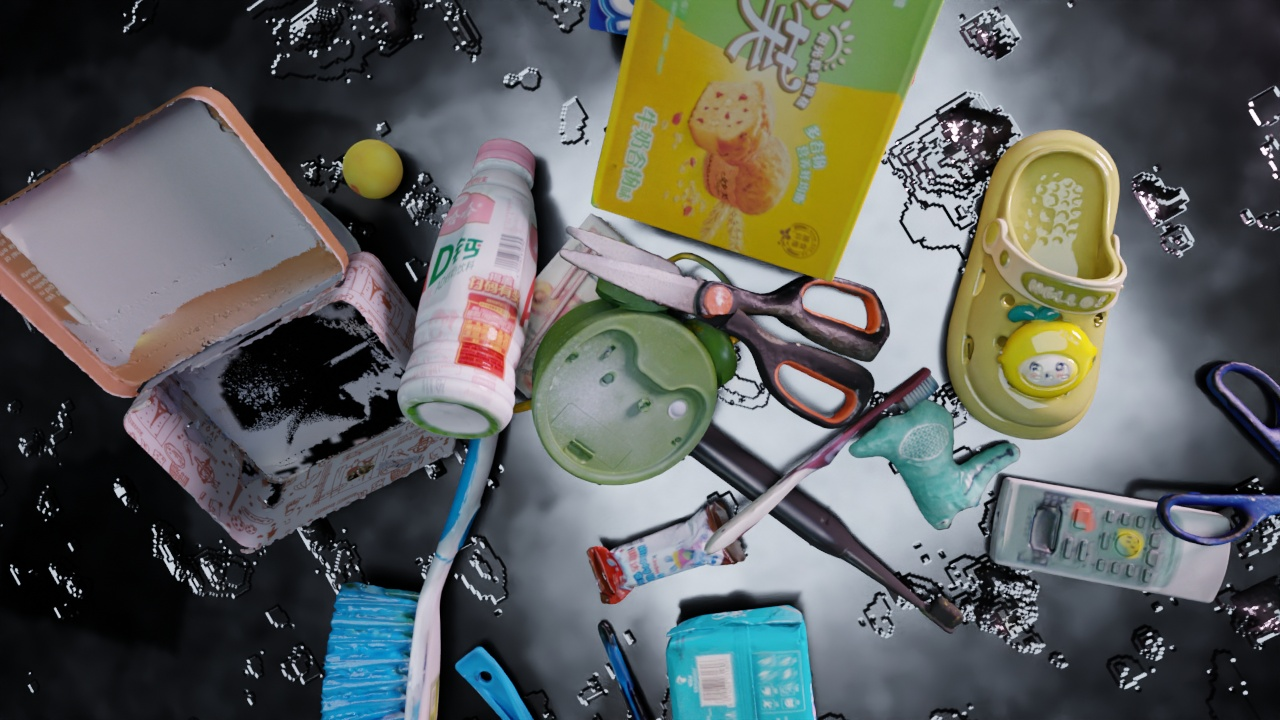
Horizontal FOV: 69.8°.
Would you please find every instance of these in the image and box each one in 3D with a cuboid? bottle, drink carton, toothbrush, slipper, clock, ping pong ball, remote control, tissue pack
[{"bbox_3d":[-0.100,-0.051,0.577,0.068,0.068,0.196,1,62,9],"label":"bottle"},{"bbox_3d":[-0.050,-0.036,0.614,0.053,0.045,0.122,43,98,6],"label":"drink carton"},{"bbox_3d":[0.119,0.111,0.603,0.212,0.026,0.027,36,119,6],"label":"toothbrush"},{"bbox_3d":[0.240,-0.047,0.548,0.092,0.081,0.190,8,92,12],"label":"slipper"},{"bbox_3d":[-0.003,0.003,0.581,0.116,0.056,0.161,39,98,-28],"label":"clock"},{"bbox_3d":[-0.185,-0.132,0.633,0.040,0.040,0.040,1,93,9],"label":"ping pong ball"},{"bbox_3d":[0.294,0.112,0.577,0.135,0.019,0.056,10,94,9],"label":"remote control"},{"bbox_3d":[0.069,0.234,0.606,0.093,0.050,0.133,-5,93,8],"label":"tissue pack"},{"bbox_3d":[0.116,0.067,0.589,0.187,0.016,0.017,-38,97,-4],"label":"toothbrush"},{"bbox_3d":[0.009,0.270,0.639,0.014,0.016,0.189,-24,86,19],"label":"toothbrush"}]

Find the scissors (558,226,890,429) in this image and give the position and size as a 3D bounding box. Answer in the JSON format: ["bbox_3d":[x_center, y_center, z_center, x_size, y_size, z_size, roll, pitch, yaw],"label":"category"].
[{"bbox_3d":[0.053,-0.016,0.550,0.234,0.022,0.148,-4,94,-23],"label":"scissors"}]

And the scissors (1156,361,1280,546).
[{"bbox_3d":[0.391,0.076,0.553,0.174,0.012,0.162,-19,82,-2],"label":"scissors"}]

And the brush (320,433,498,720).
[{"bbox_3d":[-0.160,0.163,0.644,0.109,0.060,0.314,4,91,4],"label":"brush"}]

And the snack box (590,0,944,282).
[{"bbox_3d":[0.071,-0.167,0.523,0.158,0.069,0.210,19,123,4],"label":"snack box"}]

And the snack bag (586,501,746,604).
[{"bbox_3d":[0.015,0.132,0.622,0.105,0.026,0.045,-21,86,8],"label":"snack bag"}]

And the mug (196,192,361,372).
[{"bbox_3d":[-0.263,-0.052,0.636,0.078,0.078,0.123,45,103,5],"label":"mug"}]

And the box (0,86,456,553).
[{"bbox_3d":[-0.249,-0.020,0.568,0.177,0.082,0.260,-26,121,9],"label":"box"}]

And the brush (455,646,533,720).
[{"bbox_3d":[-0.047,0.310,0.640,0.083,0.045,0.254,-38,83,13],"label":"brush"}]

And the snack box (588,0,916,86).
[{"bbox_3d":[0.072,-0.220,0.568,0.207,0.057,0.058,13,125,8],"label":"snack box"}]

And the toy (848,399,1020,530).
[{"bbox_3d":[0.190,0.064,0.583,0.096,0.030,0.092,-30,109,3],"label":"toy"}]
